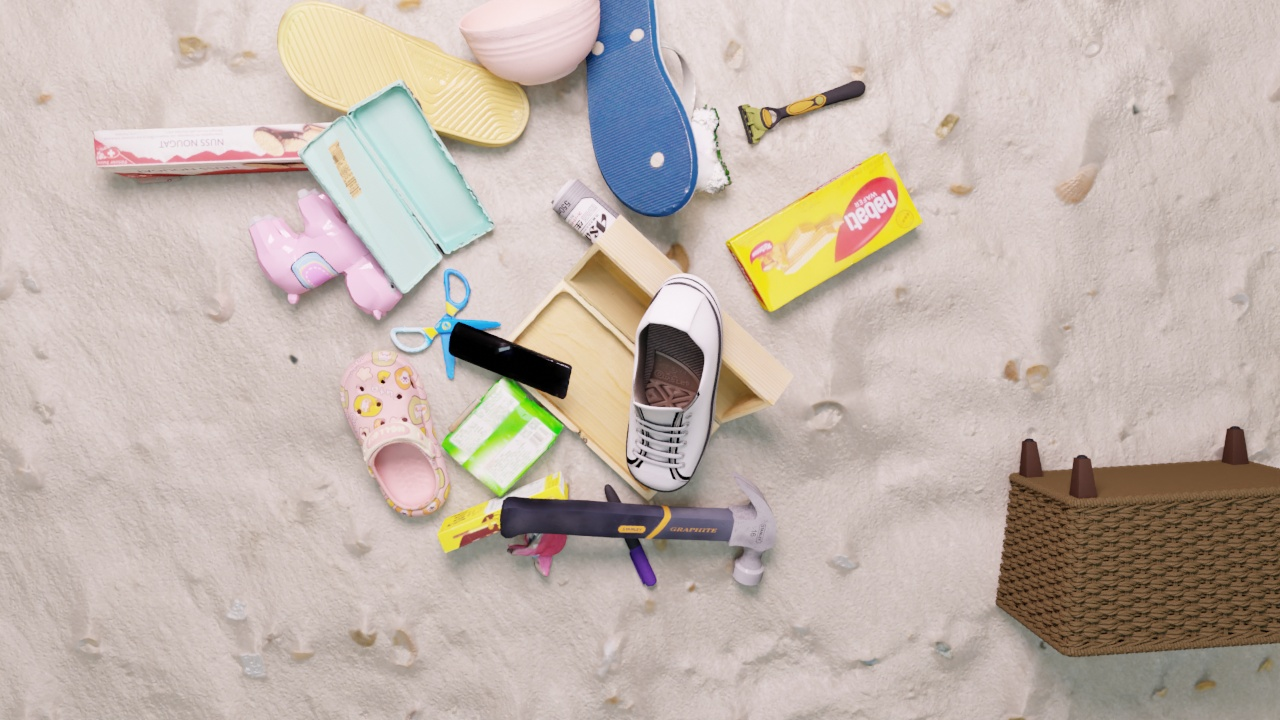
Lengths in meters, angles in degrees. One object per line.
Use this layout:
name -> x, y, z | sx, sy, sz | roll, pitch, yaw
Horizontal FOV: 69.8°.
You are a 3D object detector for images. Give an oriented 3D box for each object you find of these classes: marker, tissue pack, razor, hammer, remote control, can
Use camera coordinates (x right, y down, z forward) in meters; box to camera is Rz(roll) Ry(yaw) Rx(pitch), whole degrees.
marker -> -0.014, 0.206, 1.078 | 0.018, 0.015, 0.134 | -20, 99, 28
tissue pack -> -0.159, 0.086, 1.042 | 0.099, 0.034, 0.114 | 43, 99, -6
razor -> 0.182, -0.284, 1.022 | 0.144, 0.021, 0.044 | -19, 98, -2
hammer -> 0.000, 0.185, 1.025 | 0.312, 0.035, 0.139 | 4, 115, -12
remote control -> -0.144, 0.002, 1.005 | 0.140, 0.021, 0.046 | 20, 126, 8
can -> -0.047, -0.153, 1.016 | 0.106, 0.044, 0.044 | 40, 94, -7

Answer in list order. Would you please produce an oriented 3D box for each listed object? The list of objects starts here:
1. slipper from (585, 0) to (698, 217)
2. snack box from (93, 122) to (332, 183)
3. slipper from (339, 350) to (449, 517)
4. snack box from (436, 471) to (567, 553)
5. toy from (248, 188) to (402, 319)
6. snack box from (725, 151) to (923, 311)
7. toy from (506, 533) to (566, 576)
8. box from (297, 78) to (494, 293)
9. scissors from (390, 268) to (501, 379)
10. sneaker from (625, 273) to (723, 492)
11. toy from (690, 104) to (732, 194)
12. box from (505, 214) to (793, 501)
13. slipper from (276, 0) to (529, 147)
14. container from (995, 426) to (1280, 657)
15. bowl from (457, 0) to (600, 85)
slipper -> -0.001, -0.290, 0.984 | 0.118, 0.060, 0.294 | -13, 83, 24
snack box -> -0.424, -0.221, 0.976 | 0.273, 0.076, 0.044 | -3, 93, -3
slipper -> -0.277, 0.088, 1.019 | 0.093, 0.081, 0.197 | -16, 100, 1
snack box -> -0.155, 0.172, 1.044 | 0.149, 0.061, 0.025 | -22, 99, 1
toy -> -0.339, -0.106, 0.999 | 0.123, 0.067, 0.157 | -30, 102, 3
snack box -> 0.205, -0.143, 1.029 | 0.201, 0.042, 0.092 | -30, 99, 2
toy -> -0.102, 0.194, 1.061 | 0.102, 0.050, 0.065 | -44, 133, 0
box -> -0.252, -0.179, 0.962 | 0.138, 0.055, 0.187 | -36, 125, -10
scissors -> -0.221, -0.041, 1.038 | 0.127, 0.013, 0.125 | -3, 96, 2
sneaker -> 0.026, 0.043, 0.916 | 0.091, 0.097, 0.246 | 17, 123, 11
toy -> 0.042, -0.226, 1.013 | 0.109, 0.041, 0.096 | -8, 98, 12
box -> -0.001, -0.002, 1.015 | 0.247, 0.118, 0.253 | 43, 119, -6
slipper -> -0.249, -0.295, 0.976 | 0.263, 0.078, 0.099 | 14, 100, -21
container -> 0.585, 0.191, 1.025 | 0.321, 0.176, 0.205 | -3, 94, -2
bowl -> -0.106, -0.334, 0.951 | 0.153, 0.153, 0.076 | -17, 123, 0
